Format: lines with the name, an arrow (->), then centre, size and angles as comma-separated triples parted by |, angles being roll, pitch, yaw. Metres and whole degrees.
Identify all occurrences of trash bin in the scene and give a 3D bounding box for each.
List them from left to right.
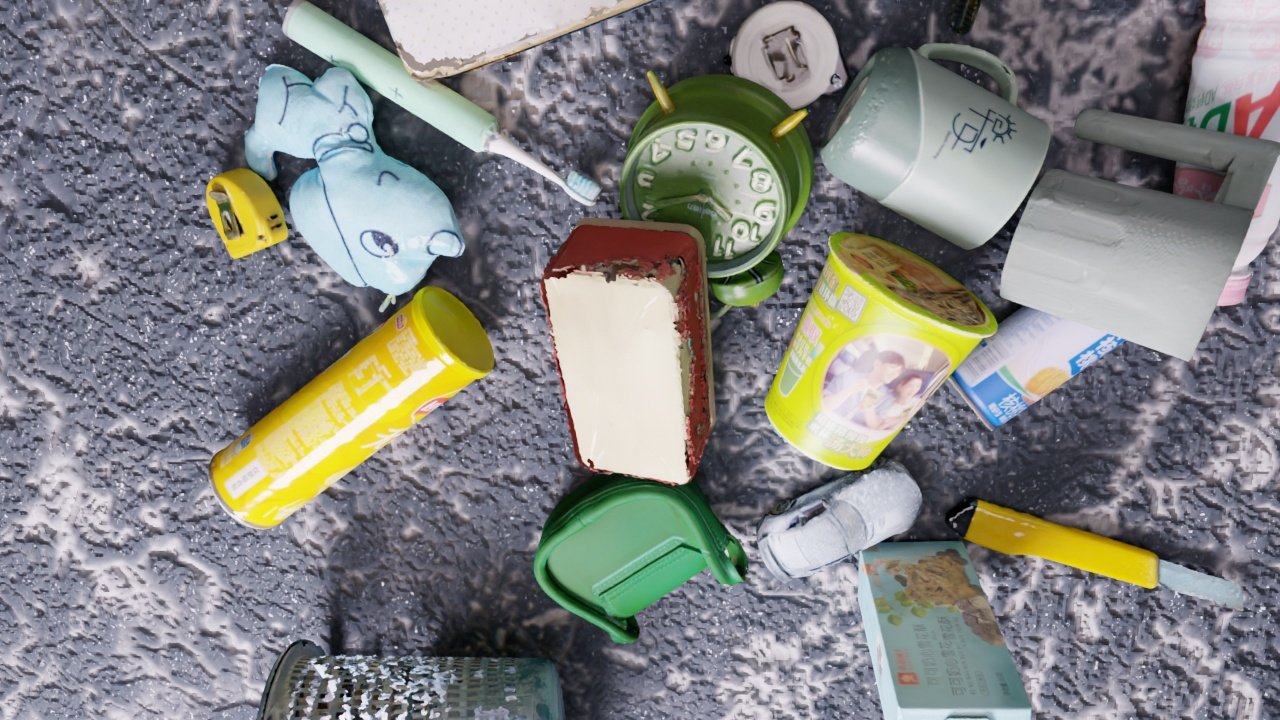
trash bin -> -0.150, 0.308, 0.671 | 0.195, 0.226, 0.227 | -7, 109, -5

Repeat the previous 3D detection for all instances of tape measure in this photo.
tape measure -> -0.266, -0.097, 0.612 | 0.060, 0.028, 0.057 | -8, 111, 42
tape measure -> 0.086, -0.182, 0.553 | 0.066, 0.033, 0.066 | -24, 105, 12

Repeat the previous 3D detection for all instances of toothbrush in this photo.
toothbrush -> -0.125, -0.160, 0.586 | 0.224, 0.026, 0.027 | 31, 129, -5
toothbrush -> 0.209, -0.280, 0.513 | 0.012, 0.017, 0.186 | 29, 115, 35

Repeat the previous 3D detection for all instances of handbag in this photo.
handbag -> -0.002, 0.136, 0.655 | 0.131, 0.067, 0.120 | -37, 102, 17

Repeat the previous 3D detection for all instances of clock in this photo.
clock -> 0.040, -0.093, 0.563 | 0.116, 0.056, 0.162 | 17, 130, 9

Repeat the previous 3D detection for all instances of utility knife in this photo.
utility knife -> 0.320, 0.138, 0.646 | 0.215, 0.015, 0.033 | 17, 109, 3

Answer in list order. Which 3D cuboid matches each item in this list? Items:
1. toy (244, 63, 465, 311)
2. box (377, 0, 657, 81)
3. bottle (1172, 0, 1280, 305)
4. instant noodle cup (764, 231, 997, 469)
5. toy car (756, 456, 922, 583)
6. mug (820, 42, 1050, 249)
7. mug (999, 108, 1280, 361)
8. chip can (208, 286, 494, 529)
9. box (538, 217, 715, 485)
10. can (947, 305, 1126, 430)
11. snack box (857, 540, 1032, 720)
toy -> -0.189, -0.111, 0.600 | 0.161, 0.049, 0.156 | 8, 114, 17
box -> -0.063, -0.232, 0.539 | 0.184, 0.061, 0.090 | -15, 107, 9
bottle -> 0.346, -0.130, 0.526 | 0.068, 0.068, 0.197 | 1, 112, 6
instant noodle cup -> 0.139, -0.001, 0.577 | 0.111, 0.111, 0.124 | 26, 117, -3
toy car -> 0.141, 0.114, 0.650 | 0.121, 0.036, 0.054 | -29, 103, 12
mug -> 0.174, -0.138, 0.539 | 0.106, 0.082, 0.111 | 28, 79, -3
mug -> 0.272, -0.074, 0.507 | 0.103, 0.083, 0.124 | 22, 89, 27
chip can -> -0.203, 0.037, 0.640 | 0.214, 0.072, 0.072 | -35, 102, 16
box -> -0.004, 0.003, 0.570 | 0.091, 0.076, 0.168 | 7, 132, 17
can -> 0.262, -0.015, 0.580 | 0.135, 0.053, 0.053 | -39, 101, 17
snack box -> 0.189, 0.184, 0.594 | 0.074, 0.174, 0.052 | -2, 112, 6
